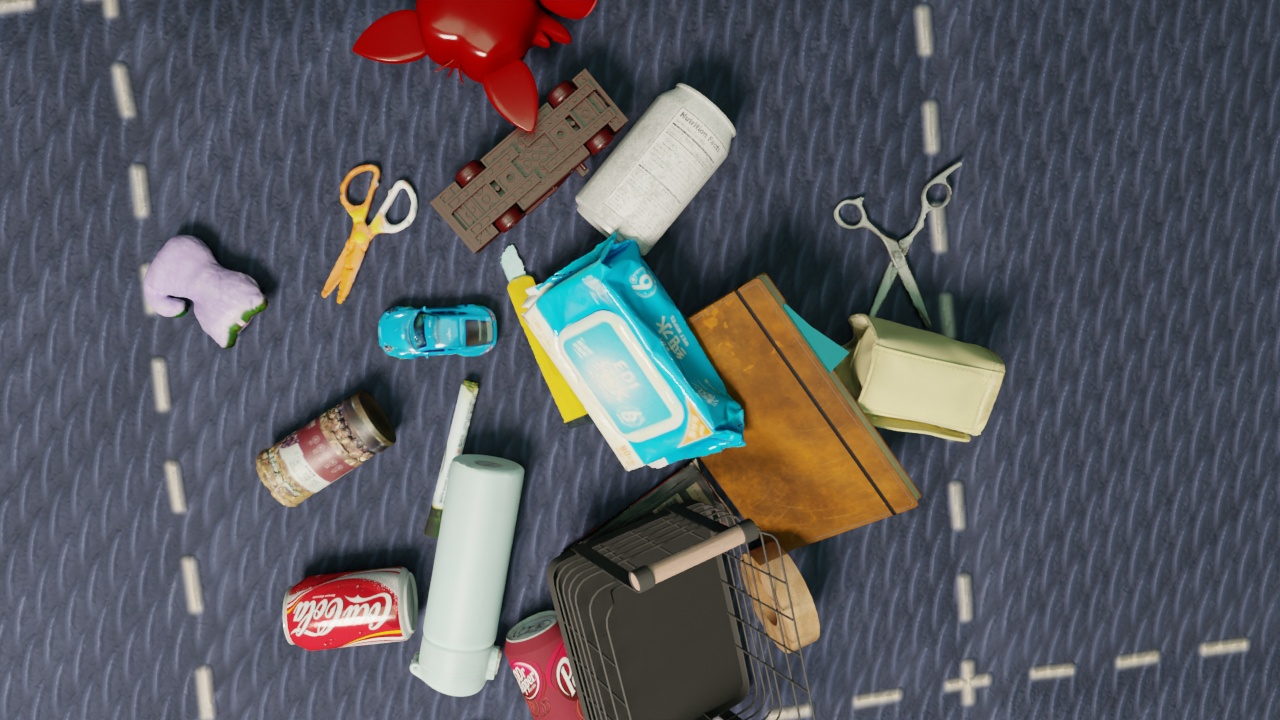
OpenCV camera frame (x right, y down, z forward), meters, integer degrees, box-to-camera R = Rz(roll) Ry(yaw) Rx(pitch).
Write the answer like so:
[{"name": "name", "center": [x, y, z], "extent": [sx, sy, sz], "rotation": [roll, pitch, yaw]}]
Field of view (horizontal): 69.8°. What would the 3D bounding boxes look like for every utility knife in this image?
[{"name": "utility knife", "center": [-0.085, -0.020, 0.821], "extent": [0.030, 0.017, 0.175], "rotation": [-23, 97, -7]}]

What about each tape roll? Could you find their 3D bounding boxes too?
[{"name": "tape roll", "center": [0.123, 0.211, 0.819], "extent": [0.027, 0.094, 0.094], "rotation": [-21, 97, -13]}]

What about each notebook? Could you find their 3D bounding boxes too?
[{"name": "notebook", "center": [0.111, 0.046, 0.790], "extent": [0.179, 0.014, 0.249], "rotation": [-31, 99, 39]}]

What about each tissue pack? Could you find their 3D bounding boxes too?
[{"name": "tissue pack", "center": [-0.005, 0.005, 0.784], "extent": [0.117, 0.065, 0.209], "rotation": [-26, 103, 38]}]

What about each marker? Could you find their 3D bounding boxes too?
[{"name": "marker", "center": [-0.170, 0.089, 0.826], "extent": [0.017, 0.017, 0.146], "rotation": [15, 94, -6]}]

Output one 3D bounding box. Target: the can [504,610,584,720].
[{"name": "can", "center": [-0.076, 0.289, 0.828], "extent": [0.063, 0.063, 0.114], "rotation": [-22, 97, -2]}]

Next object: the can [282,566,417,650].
[{"name": "can", "center": [-0.253, 0.218, 0.807], "extent": [0.105, 0.064, 0.064], "rotation": [-5, 96, -4]}]

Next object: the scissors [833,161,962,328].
[{"name": "scissors", "center": [0.244, -0.108, 0.838], "extent": [0.141, 0.014, 0.172], "rotation": [43, 95, -5]}]

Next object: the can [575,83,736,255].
[{"name": "can", "center": [0.013, -0.162, 0.784], "extent": [0.078, 0.078, 0.136], "rotation": [39, 91, -7]}]

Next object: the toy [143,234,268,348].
[{"name": "toy", "center": [-0.376, -0.057, 0.787], "extent": [0.099, 0.036, 0.080], "rotation": [42, 101, -2]}]

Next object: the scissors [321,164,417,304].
[{"name": "scissors", "center": [-0.239, -0.104, 0.805], "extent": [0.073, 0.012, 0.131], "rotation": [18, 93, -5]}]

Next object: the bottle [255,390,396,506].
[{"name": "bottle", "center": [-0.272, 0.077, 0.797], "extent": [0.105, 0.056, 0.056], "rotation": [-33, 97, 0]}]

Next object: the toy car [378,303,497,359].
[{"name": "toy car", "center": [-0.179, -0.025, 0.806], "extent": [0.105, 0.032, 0.048], "rotation": [-1, 96, -3]}]

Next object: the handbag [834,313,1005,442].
[{"name": "handbag", "center": [0.239, 0.012, 0.802], "extent": [0.119, 0.111, 0.081], "rotation": [12, 109, -3]}]

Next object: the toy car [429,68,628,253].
[{"name": "toy car", "center": [-0.094, -0.167, 0.784], "extent": [0.170, 0.062, 0.070], "rotation": [-41, 97, 0]}]

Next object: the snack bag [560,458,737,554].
[{"name": "snack bag", "center": [0.008, 0.165, 0.845], "extent": [0.155, 0.018, 0.074], "rotation": [-35, 98, 0]}]

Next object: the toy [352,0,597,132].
[{"name": "toy", "center": [-0.118, -0.300, 0.742], "extent": [0.158, 0.120, 0.197], "rotation": [24, 83, -9]}]

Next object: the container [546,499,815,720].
[{"name": "container", "center": [0.039, 0.248, 0.764], "extent": [0.162, 0.130, 0.241], "rotation": [-19, 104, -25]}]

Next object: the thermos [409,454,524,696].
[{"name": "thermos", "center": [-0.151, 0.190, 0.812], "extent": [0.078, 0.065, 0.207], "rotation": [9, 94, -7]}]
